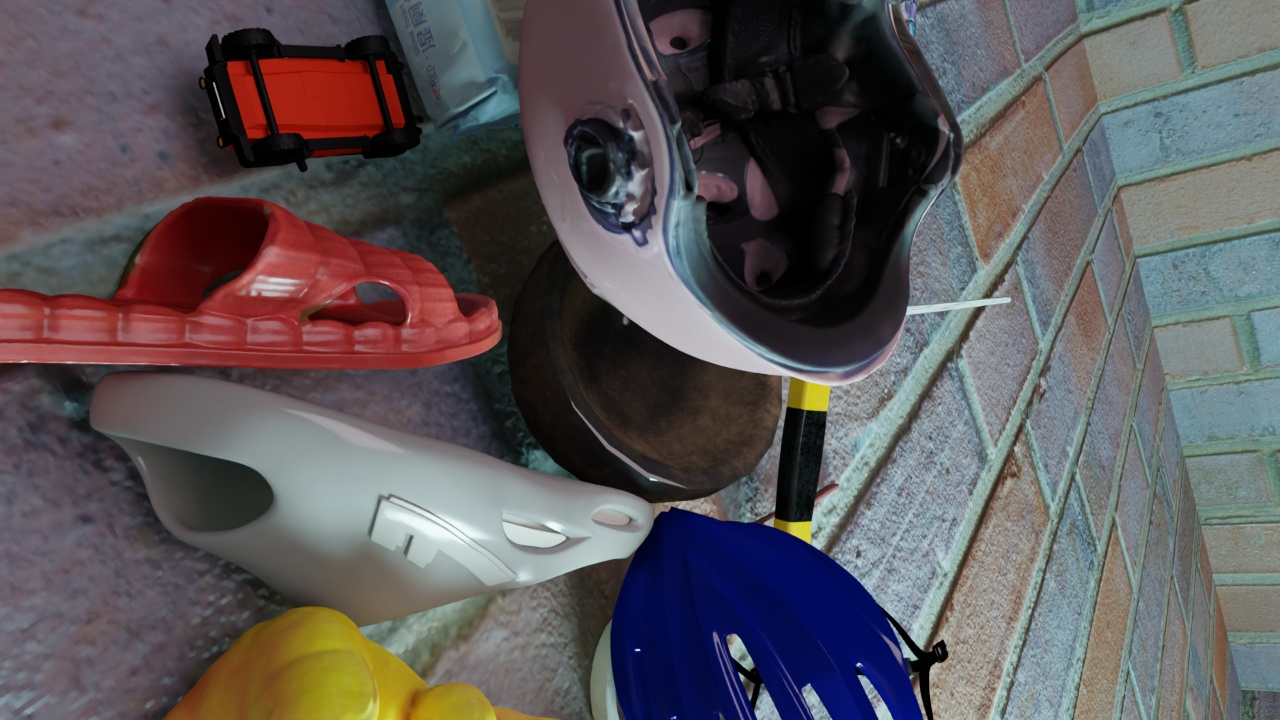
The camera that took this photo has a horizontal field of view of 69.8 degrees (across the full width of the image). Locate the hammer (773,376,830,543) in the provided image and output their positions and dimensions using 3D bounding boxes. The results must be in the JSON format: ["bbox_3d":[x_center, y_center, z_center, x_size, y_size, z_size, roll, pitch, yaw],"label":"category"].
[{"bbox_3d":[0.120,0.004,0.653,0.169,0.034,0.324,6,91,-42],"label":"hammer"}]

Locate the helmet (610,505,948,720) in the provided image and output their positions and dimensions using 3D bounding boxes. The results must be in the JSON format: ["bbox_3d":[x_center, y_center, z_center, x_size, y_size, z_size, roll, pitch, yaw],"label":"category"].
[{"bbox_3d":[0.092,0.177,0.527,0.227,0.148,0.241,-20,89,-55],"label":"helmet"}]

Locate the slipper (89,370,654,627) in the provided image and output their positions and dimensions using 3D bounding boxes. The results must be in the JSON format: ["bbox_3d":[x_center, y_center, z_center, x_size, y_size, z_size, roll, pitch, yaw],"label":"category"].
[{"bbox_3d":[-0.093,0.075,0.384,0.265,0.113,0.080,27,72,-53],"label":"slipper"}]

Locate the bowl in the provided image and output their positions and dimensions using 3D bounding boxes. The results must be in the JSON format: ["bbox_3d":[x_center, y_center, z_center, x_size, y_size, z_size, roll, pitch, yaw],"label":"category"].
[{"bbox_3d":[-0.003,0.003,0.508,0.162,0.070,0.162,18,59,-32],"label":"bowl"}]

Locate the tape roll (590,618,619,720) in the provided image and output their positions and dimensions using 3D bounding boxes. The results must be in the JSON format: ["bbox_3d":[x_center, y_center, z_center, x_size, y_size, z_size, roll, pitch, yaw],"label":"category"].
[{"bbox_3d":[0.005,0.191,0.545,0.093,0.013,0.093,17,69,-50],"label":"tape roll"}]

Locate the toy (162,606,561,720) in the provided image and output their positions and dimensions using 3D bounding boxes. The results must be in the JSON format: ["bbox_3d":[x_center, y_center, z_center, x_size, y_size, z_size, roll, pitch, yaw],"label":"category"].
[{"bbox_3d":[-0.097,0.172,0.358,0.194,0.134,0.087,41,7,-34],"label":"toy"}]

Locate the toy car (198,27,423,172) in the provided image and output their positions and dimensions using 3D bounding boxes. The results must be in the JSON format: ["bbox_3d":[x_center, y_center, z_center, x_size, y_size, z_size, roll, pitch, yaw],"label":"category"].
[{"bbox_3d":[-0.142,-0.110,0.398,0.100,0.049,0.051,-22,100,-52],"label":"toy car"}]

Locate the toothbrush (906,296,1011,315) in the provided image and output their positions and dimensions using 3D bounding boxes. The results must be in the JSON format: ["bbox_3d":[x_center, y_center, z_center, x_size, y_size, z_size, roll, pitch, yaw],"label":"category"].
[{"bbox_3d":[0.188,-0.039,0.704,0.010,0.182,0.010,60,37,-36],"label":"toothbrush"}]

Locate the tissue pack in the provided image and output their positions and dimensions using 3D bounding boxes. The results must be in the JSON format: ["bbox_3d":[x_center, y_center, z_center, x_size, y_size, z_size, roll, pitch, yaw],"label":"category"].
[{"bbox_3d":[-0.087,-0.213,0.481,0.111,0.070,0.182,-30,103,-52],"label":"tissue pack"}]

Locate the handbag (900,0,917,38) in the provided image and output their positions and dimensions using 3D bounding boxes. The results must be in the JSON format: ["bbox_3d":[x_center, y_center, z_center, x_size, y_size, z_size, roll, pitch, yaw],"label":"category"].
[{"bbox_3d":[0.169,-0.319,0.798,0.222,0.126,0.204,40,52,-42],"label":"handbag"}]

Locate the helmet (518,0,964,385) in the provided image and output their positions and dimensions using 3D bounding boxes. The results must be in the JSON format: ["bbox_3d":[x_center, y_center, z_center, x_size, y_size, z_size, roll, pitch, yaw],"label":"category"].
[{"bbox_3d":[0.036,-0.110,0.438,0.229,0.153,0.255,-26,102,-46],"label":"helmet"}]

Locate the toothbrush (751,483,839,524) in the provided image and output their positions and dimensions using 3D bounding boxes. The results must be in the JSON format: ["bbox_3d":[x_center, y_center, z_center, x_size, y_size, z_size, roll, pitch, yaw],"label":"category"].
[{"bbox_3d":[0.117,0.118,0.711,0.184,0.015,0.015,-11,93,-54],"label":"toothbrush"}]

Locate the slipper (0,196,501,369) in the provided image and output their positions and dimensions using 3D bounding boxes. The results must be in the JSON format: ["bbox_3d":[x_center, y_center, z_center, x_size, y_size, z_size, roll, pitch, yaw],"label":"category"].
[{"bbox_3d":[-0.149,-0.029,0.326,0.248,0.104,0.059,-3,98,-51],"label":"slipper"}]
